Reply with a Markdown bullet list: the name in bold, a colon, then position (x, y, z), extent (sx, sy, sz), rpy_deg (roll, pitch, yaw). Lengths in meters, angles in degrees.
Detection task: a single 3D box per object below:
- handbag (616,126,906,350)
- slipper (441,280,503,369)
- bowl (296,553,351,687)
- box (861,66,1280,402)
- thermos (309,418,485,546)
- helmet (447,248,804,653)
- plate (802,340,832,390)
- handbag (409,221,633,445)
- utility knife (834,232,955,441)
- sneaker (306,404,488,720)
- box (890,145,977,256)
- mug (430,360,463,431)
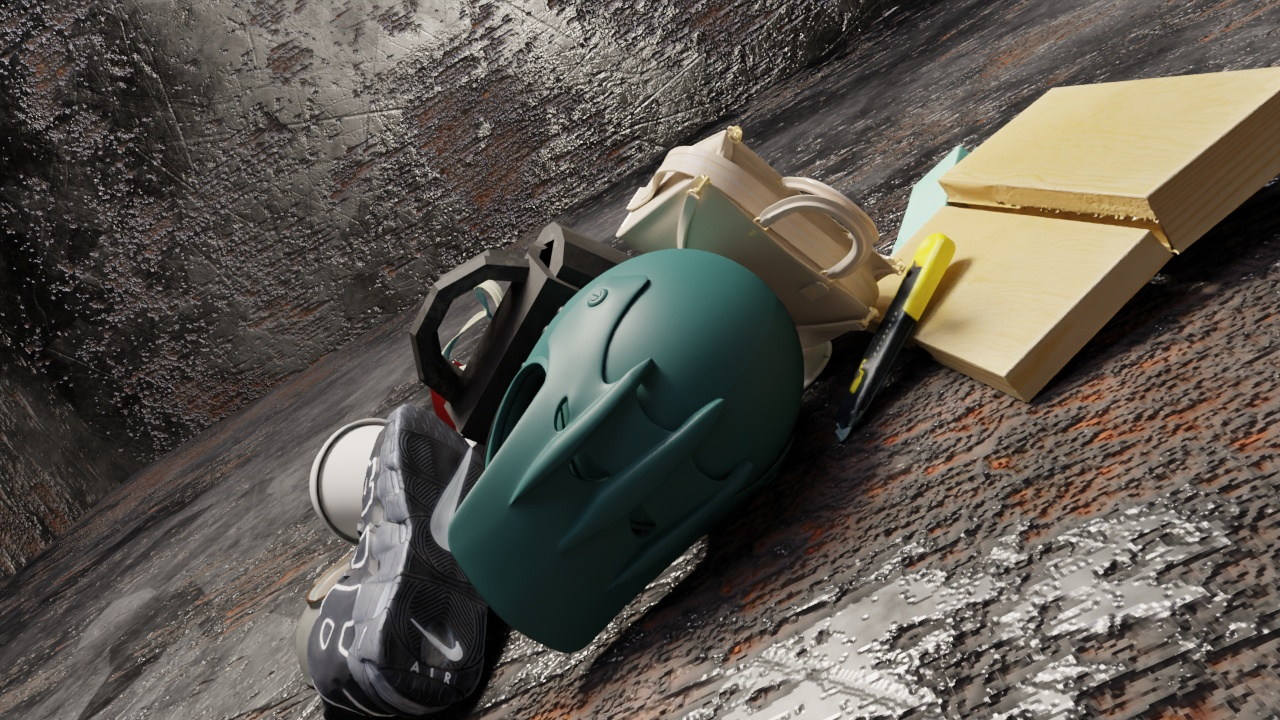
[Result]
- **handbag**: position (0.098, -0.090, 0.676), extent (0.101, 0.194, 0.198), rpy_deg (-58, 14, -15)
- **slipper**: position (-0.167, -0.026, 0.954), extent (0.118, 0.060, 0.295), rpy_deg (-61, 9, -3)
- **bowl**: position (-0.242, 0.204, 0.788), extent (0.151, 0.057, 0.150), rpy_deg (-30, 16, 9)
- **box**: position (0.284, -0.097, 0.646), extent (0.253, 0.068, 0.247), rpy_deg (-48, 15, 3)
- **thermos**: position (-0.211, 0.118, 0.886), extent (0.222, 0.131, 0.131), rpy_deg (-7, 29, 41)
- **helmet**: position (-0.007, 0.046, 0.615), extent (0.274, 0.176, 0.200), rpy_deg (-47, 14, -11)
- **plate**: position (0.091, 0.016, 0.792), extent (0.157, 0.014, 0.156), rpy_deg (-29, 17, 10)
- **handbag**: position (-0.088, -0.013, 0.760), extent (0.198, 0.199, 0.102), rpy_deg (-59, 30, 19)
- **utility knife**: position (0.176, -0.016, 0.645), extent (0.172, 0.020, 0.029), rpy_deg (-60, 14, -14)
- **sneaker**: position (-0.188, 0.159, 0.682), extent (0.151, 0.097, 0.252), rpy_deg (-38, 39, 26)
- **box**: position (0.307, -0.157, 0.857), extent (0.139, 0.052, 0.186), rpy_deg (-29, 16, 34)
- **mug**: position (-0.218, 0.047, 1.141), extent (0.087, 0.088, 0.114), rpy_deg (-39, 17, -22)
